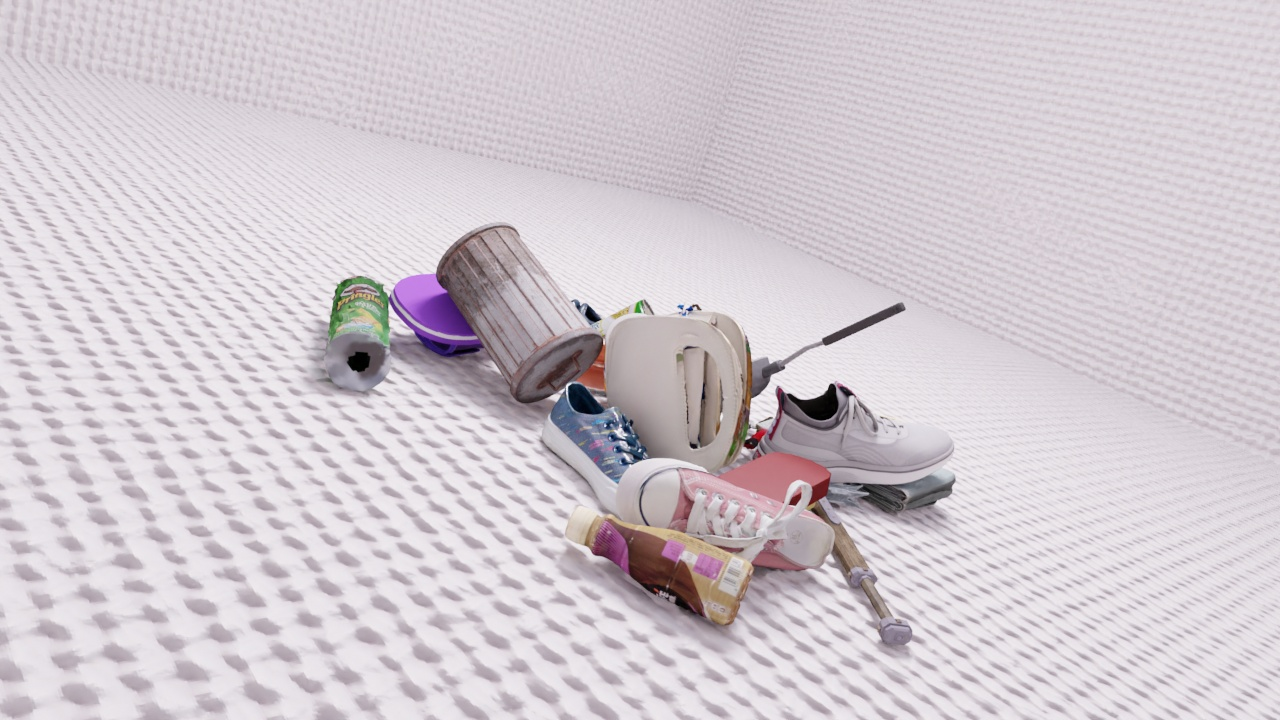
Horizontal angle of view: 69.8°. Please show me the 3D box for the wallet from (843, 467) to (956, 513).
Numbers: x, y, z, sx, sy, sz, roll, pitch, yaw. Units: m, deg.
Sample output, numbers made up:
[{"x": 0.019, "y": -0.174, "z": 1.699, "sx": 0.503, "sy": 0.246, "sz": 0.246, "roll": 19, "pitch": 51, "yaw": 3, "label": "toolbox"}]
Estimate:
[{"x": 0.344, "y": 0.163, "z": 1.222, "sx": 0.131, "sy": 0.054, "sz": 0.100, "roll": -1, "pitch": 17, "yaw": -43, "label": "wallet"}]

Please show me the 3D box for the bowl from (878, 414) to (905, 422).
[{"x": 0.382, "y": 0.131, "z": 1.340, "sx": 0.112, "sy": 0.061, "sz": 0.112, "roll": 19, "pitch": 13, "yaw": -5, "label": "bowl"}]

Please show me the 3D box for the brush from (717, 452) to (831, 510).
[{"x": 0.140, "y": 0.150, "z": 1.015, "sx": 0.082, "sy": 0.042, "sz": 0.173, "roll": 20, "pitch": 22, "yaw": 36, "label": "brush"}]

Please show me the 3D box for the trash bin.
[{"x": -0.148, "y": -0.055, "z": 1.142, "sx": 0.211, "sy": 0.131, "sz": 0.130, "roll": 52, "pitch": 29, "yaw": 19, "label": "trash bin"}]

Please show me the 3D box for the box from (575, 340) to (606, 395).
[{"x": -0.008, "y": 0.018, "z": 1.273, "sx": 0.186, "sy": 0.083, "sz": 0.043, "roll": 9, "pitch": 16, "yaw": -23, "label": "box"}]

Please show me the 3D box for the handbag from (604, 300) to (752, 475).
[{"x": 0.056, "y": 0.034, "z": 1.006, "sx": 0.092, "sy": 0.200, "sz": 0.200, "roll": -5, "pitch": 4, "yaw": -39, "label": "handbag"}]

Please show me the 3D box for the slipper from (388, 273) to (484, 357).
[{"x": -0.230, "y": -0.056, "z": 1.257, "sx": 0.265, "sy": 0.084, "sz": 0.107, "roll": -14, "pitch": 62, "yaw": -51, "label": "slipper"}]

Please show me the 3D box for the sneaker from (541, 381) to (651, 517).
[{"x": -0.022, "y": 0.098, "z": 0.982, "sx": 0.087, "sy": 0.079, "sz": 0.235, "roll": 4, "pitch": 22, "yaw": -40, "label": "sneaker"}]

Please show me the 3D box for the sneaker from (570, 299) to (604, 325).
[{"x": -0.006, "y": -0.024, "z": 1.379, "sx": 0.236, "sy": 0.087, "sz": 0.089, "roll": 21, "pitch": 16, "yaw": 10, "label": "sneaker"}]

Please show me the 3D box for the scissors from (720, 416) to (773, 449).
[{"x": 0.147, "y": 0.095, "z": 1.263, "sx": 0.179, "sy": 0.015, "sz": 0.193, "roll": 8, "pitch": 10, "yaw": -7, "label": "scissors"}]

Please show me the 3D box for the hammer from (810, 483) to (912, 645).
[{"x": 0.218, "y": 0.205, "z": 0.989, "sx": 0.147, "sy": 0.028, "sz": 0.316, "roll": 10, "pitch": 17, "yaw": -9, "label": "hammer"}]

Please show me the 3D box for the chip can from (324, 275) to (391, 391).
[{"x": -0.335, "y": -0.037, "z": 1.091, "sx": 0.075, "sy": 0.075, "sz": 0.223, "roll": 12, "pitch": 17, "yaw": -21, "label": "chip can"}]

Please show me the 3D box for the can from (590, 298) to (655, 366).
[{"x": -0.033, "y": -0.032, "z": 1.304, "sx": 0.067, "sy": 0.121, "sz": 0.067, "roll": 60, "pitch": 11, "yaw": -19, "label": "can"}]

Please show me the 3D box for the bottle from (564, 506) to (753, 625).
[{"x": 0.013, "y": 0.174, "z": 0.807, "sx": 0.166, "sy": 0.060, "sz": 0.059, "roll": 21, "pitch": 17, "yaw": 12, "label": "bottle"}]

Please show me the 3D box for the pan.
[{"x": 0.158, "y": 0.014, "z": 1.122, "sx": 0.178, "sy": 0.358, "sz": 0.041, "roll": -13, "pitch": 78, "yaw": -62, "label": "pan"}]

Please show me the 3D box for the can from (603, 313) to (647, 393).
[{"x": -0.007, "y": 0.007, "z": 1.171, "sx": 0.079, "sy": 0.143, "sz": 0.079, "roll": 1, "pitch": 61, "yaw": -2, "label": "can"}]

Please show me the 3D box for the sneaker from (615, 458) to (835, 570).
[{"x": 0.093, "y": 0.157, "z": 0.871, "sx": 0.241, "sy": 0.118, "sz": 0.088, "roll": 18, "pitch": -2, "yaw": -23, "label": "sneaker"}]

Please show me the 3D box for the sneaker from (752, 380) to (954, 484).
[{"x": 0.276, "y": 0.085, "z": 1.161, "sx": 0.263, "sy": 0.129, "sz": 0.096, "roll": 0, "pitch": 29, "yaw": -9, "label": "sneaker"}]
